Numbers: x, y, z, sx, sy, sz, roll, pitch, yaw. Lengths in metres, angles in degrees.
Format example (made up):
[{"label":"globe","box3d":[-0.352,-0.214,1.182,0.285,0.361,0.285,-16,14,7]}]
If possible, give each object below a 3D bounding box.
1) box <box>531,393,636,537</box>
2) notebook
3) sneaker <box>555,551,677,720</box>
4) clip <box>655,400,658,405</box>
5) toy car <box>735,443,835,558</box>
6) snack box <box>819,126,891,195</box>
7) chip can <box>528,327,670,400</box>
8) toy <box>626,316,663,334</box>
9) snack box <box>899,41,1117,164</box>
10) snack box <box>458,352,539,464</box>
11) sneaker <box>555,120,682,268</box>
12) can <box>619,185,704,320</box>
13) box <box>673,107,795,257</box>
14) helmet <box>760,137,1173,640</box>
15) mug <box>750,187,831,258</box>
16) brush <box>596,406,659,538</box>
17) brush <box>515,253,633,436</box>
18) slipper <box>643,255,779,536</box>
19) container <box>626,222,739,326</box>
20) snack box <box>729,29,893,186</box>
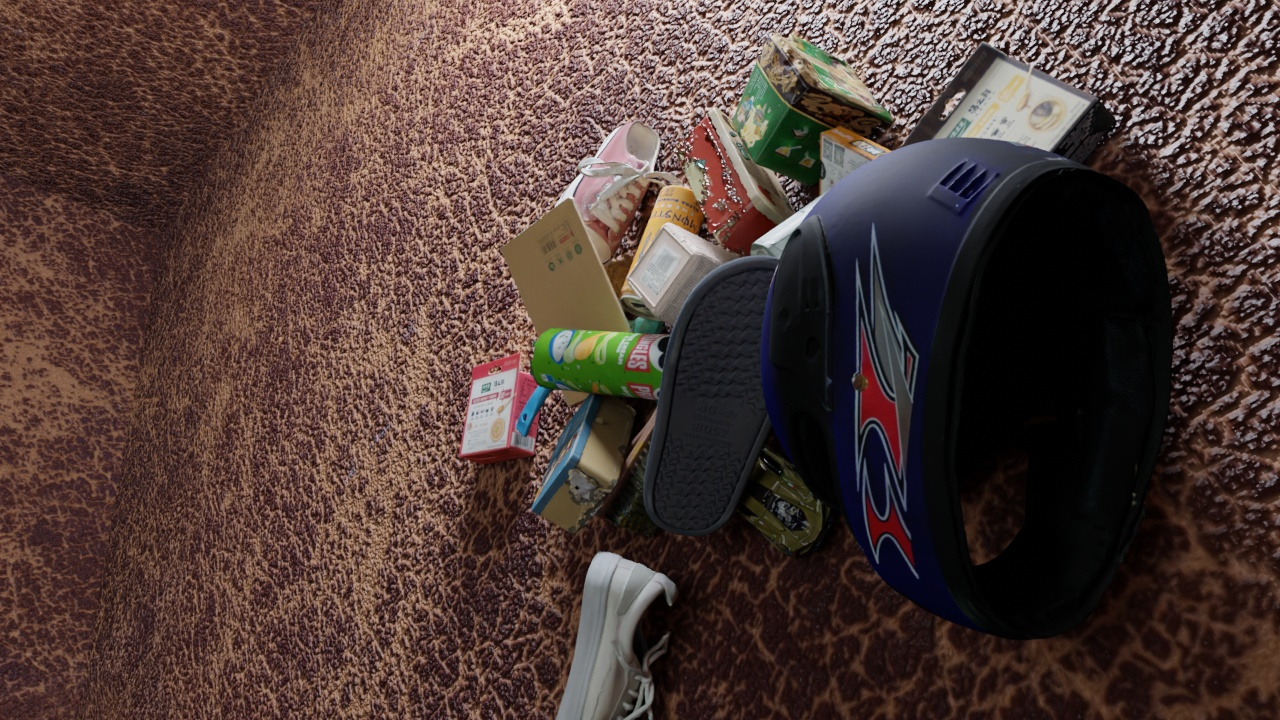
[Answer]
[{"label":"box","box3d":[-0.056,0.098,0.969,0.090,0.059,0.184,-53,11,23]},{"label":"notebook","box3d":[-0.080,-0.061,1.040,0.148,0.008,0.207,-25,88,46]},{"label":"sneaker","box3d":[-0.023,0.306,0.877,0.091,0.089,0.242,14,100,11]},{"label":"clip","box3d":[0.024,0.026,1.004,0.043,0.014,0.056,-37,48,32]},{"label":"toy car","box3d":[0.115,0.120,0.835,0.158,0.042,0.070,34,98,53]},{"label":"snack box","box3d":[0.216,-0.152,0.830,0.153,0.026,0.075,48,153,49]},{"label":"chip can","box3d":[-0.006,0.006,0.942,0.236,0.072,0.072,5,75,36]},{"label":"toy","box3d":[-0.005,-0.017,1.048,0.096,0.030,0.092,24,86,57]},{"label":"snack box","box3d":[0.300,-0.185,0.762,0.113,0.053,0.125,-53,40,17]},{"label":"snack box","box3d":[-0.179,0.064,1.192,0.113,0.044,0.127,-14,63,45]},{"label":"sneaker","box3d":[-0.027,-0.202,1.084,0.088,0.118,0.240,-21,37,51]},{"label":"can","box3d":[0.026,-0.121,1.024,0.058,0.058,0.145,1,65,49]},{"label":"box","box3d":[0.094,-0.176,0.962,0.080,0.091,0.168,-40,46,24]},{"label":"helmet","box3d":[0.201,0.009,0.639,0.241,0.247,0.315,4,85,64]},{"label":"mug","box3d":[0.168,-0.095,0.803,0.103,0.084,0.124,-34,20,-7]},{"label":"brush","box3d":[0.011,0.105,0.942,0.146,0.063,0.073,-60,36,6]},{"label":"brush","box3d":[-0.079,-0.018,1.110,0.255,0.046,0.083,-56,42,4]},{"label":"slipper","box3d":[0.066,0.027,0.810,0.083,0.110,0.269,-87,12,-68]},{"label":"container","box3d":[0.057,-0.075,0.939,0.090,0.110,0.090,-54,40,15]},{"label":"snack box","box3d":[0.161,-0.246,0.919,0.106,0.117,0.118,-54,36,34]}]
